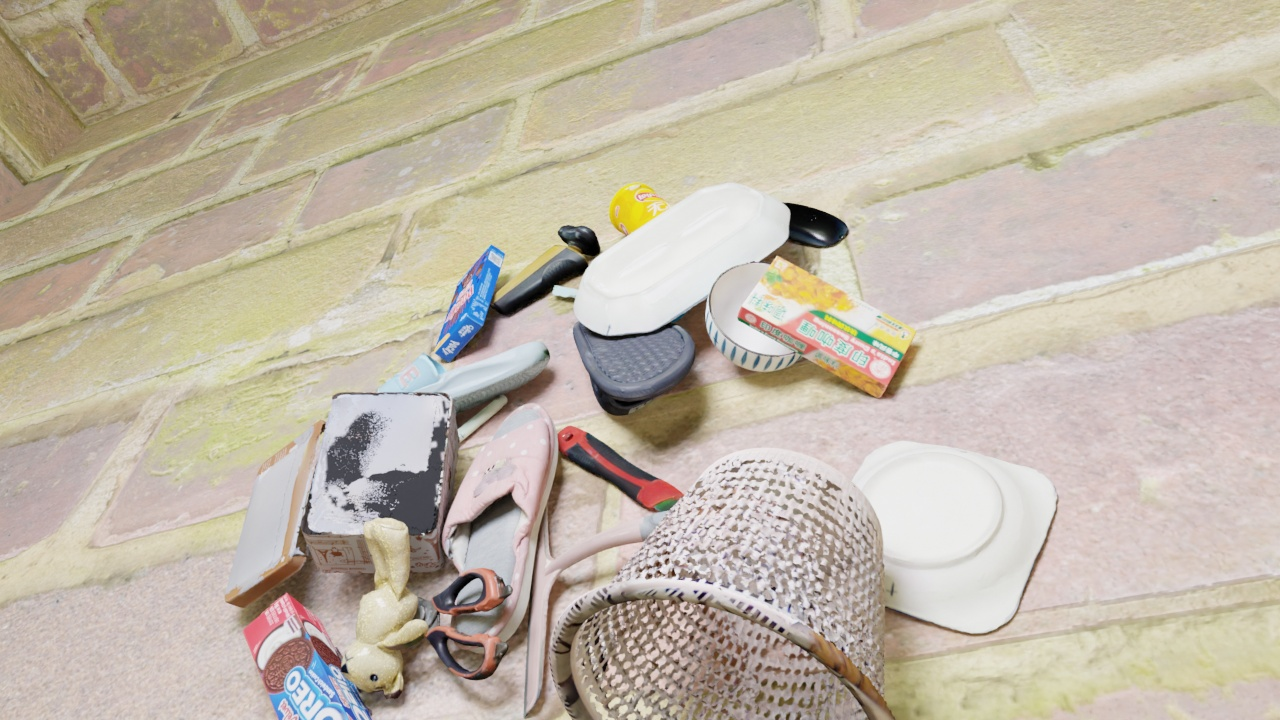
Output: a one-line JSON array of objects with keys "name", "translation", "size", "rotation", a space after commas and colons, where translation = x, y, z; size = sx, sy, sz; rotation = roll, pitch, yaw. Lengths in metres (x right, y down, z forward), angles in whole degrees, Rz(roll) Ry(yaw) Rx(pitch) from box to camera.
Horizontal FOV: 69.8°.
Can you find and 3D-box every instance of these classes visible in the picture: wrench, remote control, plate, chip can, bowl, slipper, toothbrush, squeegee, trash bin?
[{"name": "wrench", "translation": [0.003, 0.116, 0.884], "size": [0.274, 0.016, 0.056], "rotation": [20, 60, 44]}, {"name": "remote control", "translation": [0.187, -0.168, 1.101], "size": [0.053, 0.024, 0.136], "rotation": [-42, 40, -20]}, {"name": "plate", "translation": [0.230, 0.125, 0.727], "size": [0.164, 0.034, 0.163], "rotation": [10, 51, 37]}, {"name": "chip can", "translation": [0.034, -0.153, 1.137], "size": [0.072, 0.072, 0.213], "rotation": [-32, 39, -7]}, {"name": "plate", "translation": [0.041, -0.122, 1.007], "size": [0.265, 0.034, 0.162], "rotation": [-34, 38, -13]}, {"name": "bowl", "translation": [0.120, -0.036, 0.936], "size": [0.116, 0.066, 0.116], "rotation": [4, 57, -6]}, {"name": "slipper", "translation": [-0.006, 0.006, 0.981], "size": [0.110, 0.083, 0.268], "rotation": [-19, 19, -7]}, {"name": "slipper", "translation": [-0.223, 0.022, 1.049], "size": [0.245, 0.104, 0.074], "rotation": [-22, 81, 1]}, {"name": "toothbrush", "translation": [-0.221, 0.102, 1.032], "size": [0.189, 0.020, 0.029], "rotation": [-43, 8, -22]}, {"name": "squeegee", "translation": [-0.001, 0.154, 0.803], "size": [0.250, 0.040, 0.247], "rotation": [-23, 37, 14]}, {"name": "slipper", "translation": [-0.139, 0.146, 0.881], "size": [0.114, 0.054, 0.273], "rotation": [-25, 40, 28]}, {"name": "trash bin", "translation": [0.078, 0.173, 0.636], "size": [0.228, 0.228, 0.191], "rotation": [-3, 31, 27]}]

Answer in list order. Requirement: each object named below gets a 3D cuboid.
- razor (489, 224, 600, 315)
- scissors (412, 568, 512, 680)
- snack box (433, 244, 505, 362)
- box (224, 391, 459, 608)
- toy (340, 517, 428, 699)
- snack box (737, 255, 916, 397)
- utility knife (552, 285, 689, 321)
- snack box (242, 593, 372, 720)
[{"name": "razor", "translation": [-0.129, -0.118, 1.209], "size": [0.167, 0.062, 0.067], "rotation": [-37, 70, -5]}, {"name": "scissors", "translation": [-0.182, 0.219, 0.826], "size": [0.197, 0.015, 0.205], "rotation": [-53, 42, 17]}, {"name": "snack box", "translation": [-0.223, -0.077, 1.206], "size": [0.085, 0.026, 0.156], "rotation": [-41, 27, 33]}, {"name": "box", "translation": [-0.313, 0.138, 0.943], "size": [0.274, 0.125, 0.178], "rotation": [-15, 47, 14]}, {"name": "toy", "translation": [-0.230, 0.217, 0.813], "size": [0.105, 0.066, 0.157], "rotation": [4, 90, 41]}, {"name": "snack box", "translation": [0.179, -0.034, 0.886], "size": [0.156, 0.027, 0.076], "rotation": [30, 59, 11]}, {"name": "utility knife", "translation": [-0.032, -0.075, 1.126], "size": [0.216, 0.018, 0.034], "rotation": [13, 54, 38]}, {"name": "snack box", "translation": [-0.292, 0.295, 0.817], "size": [0.057, 0.058, 0.207], "rotation": [-41, 40, -13]}]
